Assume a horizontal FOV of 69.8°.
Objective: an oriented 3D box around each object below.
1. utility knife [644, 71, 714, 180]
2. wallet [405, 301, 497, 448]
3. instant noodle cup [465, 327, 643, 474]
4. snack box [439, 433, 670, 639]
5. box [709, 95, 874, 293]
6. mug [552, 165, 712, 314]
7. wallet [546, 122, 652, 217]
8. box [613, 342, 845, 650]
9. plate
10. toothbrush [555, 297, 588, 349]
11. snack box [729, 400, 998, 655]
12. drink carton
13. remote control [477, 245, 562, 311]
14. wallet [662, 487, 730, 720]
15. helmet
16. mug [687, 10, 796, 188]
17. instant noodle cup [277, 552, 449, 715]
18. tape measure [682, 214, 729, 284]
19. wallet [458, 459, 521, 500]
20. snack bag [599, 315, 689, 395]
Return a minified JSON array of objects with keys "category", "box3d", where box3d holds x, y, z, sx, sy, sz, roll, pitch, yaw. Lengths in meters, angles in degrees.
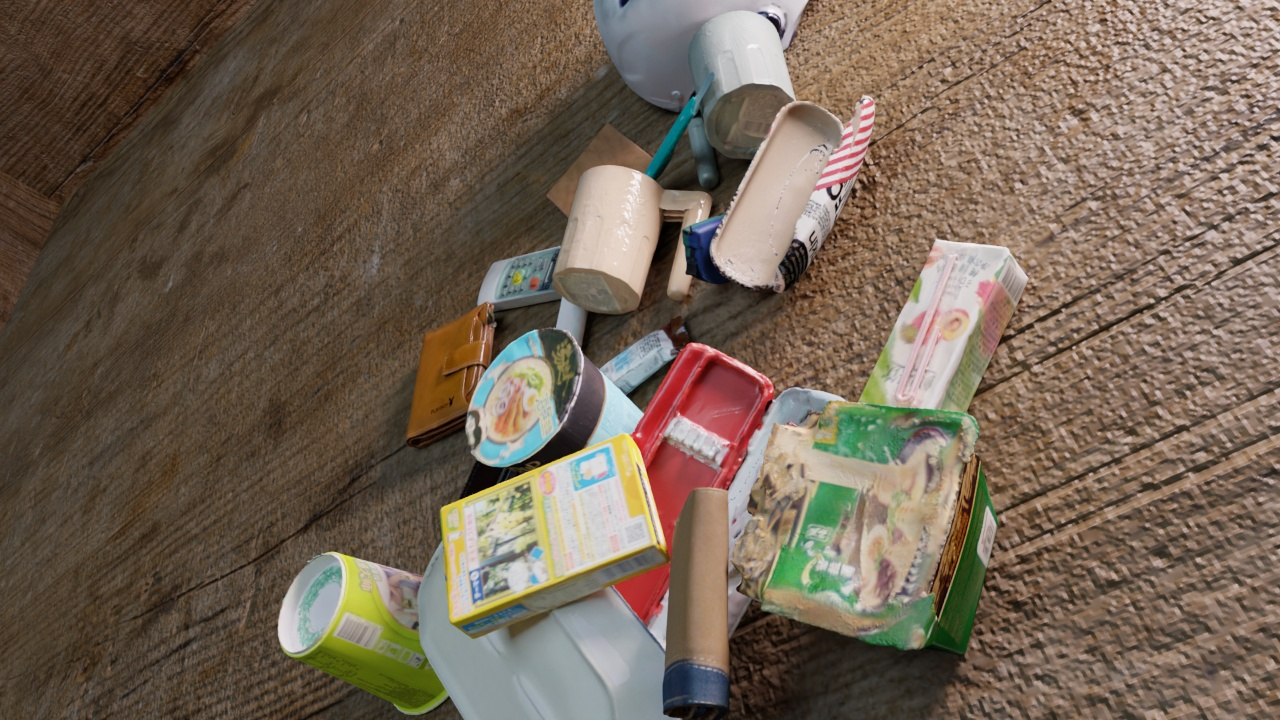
[{"category":"utility knife","box3d":[0.024,-0.185,0.806,0.186,0.013,0.029,128,154,-53]},{"category":"wallet","box3d":[-0.182,0.012,0.912,0.119,0.035,0.130,-28,46,35]},{"category":"instant noodle cup","box3d":[-0.049,0.052,0.681,0.111,0.120,0.111,-24,48,28]},{"category":"snack box","box3d":[-0.058,0.111,0.586,0.140,0.034,0.086,-22,49,6]},{"category":"box","box3d":[0.113,-0.130,0.692,0.086,0.075,0.162,22,78,18]},{"category":"mug","box3d":[-0.008,-0.102,0.797,0.125,0.084,0.103,7,65,17]},{"category":"wallet","box3d":[-0.038,-0.179,0.921,0.101,0.020,0.115,-49,42,7]},{"category":"box","box3d":[0.042,0.096,0.610,0.158,0.069,0.201,23,80,41]},{"category":"plate","box3d":[-0.076,0.199,0.606,0.266,0.034,0.162,43,110,39]},{"category":"toothbrush","box3d":[-0.057,-0.068,0.843,0.026,0.027,0.220,3,62,11]},{"category":"snack box","box3d":[0.131,0.097,0.487,0.118,0.105,0.118,5,67,43]},{"category":"drink carton","box3d":[0.184,-0.012,0.561,0.054,0.045,0.122,18,76,48]},{"category":"remote control","box3d":[-0.110,-0.082,0.916,0.135,0.019,0.056,-6,58,42]},{"category":"wallet","box3d":[0.032,0.137,0.510,0.033,0.090,0.115,4,64,-3]},{"category":"helmet","box3d":[0.056,-0.388,0.883,0.259,0.146,0.228,-30,45,25]},{"category":"mug","box3d":[0.080,-0.224,0.803,0.124,0.083,0.103,-54,31,43]},{"category":"instant noodle cup","box3d":[-0.209,0.206,0.719,0.112,0.123,0.111,-25,47,30]},{"category":"tape measure","box3d":[0.059,-0.088,0.730,0.058,0.054,0.025,-23,30,-32]},{"category":"wallet","box3d":[-0.122,0.093,0.771,0.096,0.020,0.122,-63,18,-13]},{"category":"snack bag","box3d":[-0.004,0.004,0.746,0.105,0.026,0.045,-37,33,16]}]
